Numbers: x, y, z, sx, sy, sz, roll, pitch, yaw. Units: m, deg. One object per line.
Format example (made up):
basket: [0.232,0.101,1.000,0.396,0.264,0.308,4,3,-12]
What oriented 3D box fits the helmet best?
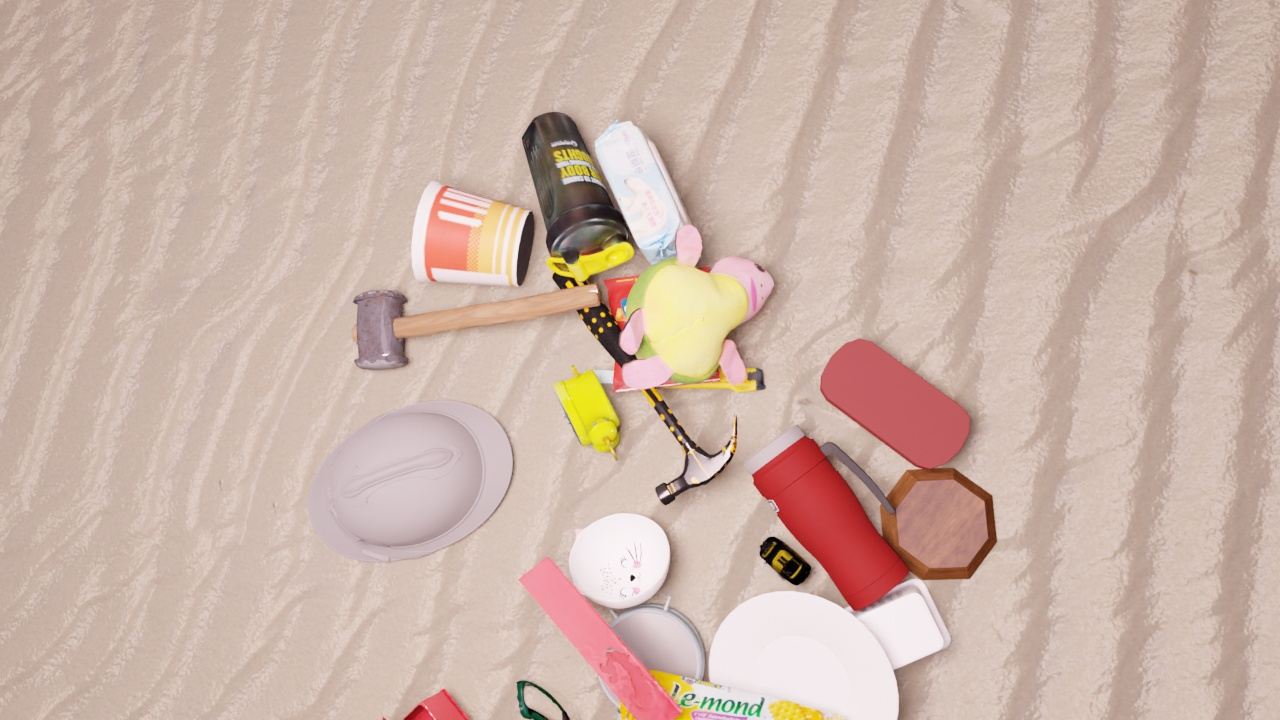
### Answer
helmet: [-0.293,0.140,1.077,0.271,0.117,0.183,-21,78,6]

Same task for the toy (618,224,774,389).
toy: [0.060,-0.052,1.019,0.237,0.088,0.190,-35,107,-35]

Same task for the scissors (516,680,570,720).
scissors: [-0.084,0.461,1.015,0.202,0.015,0.204,21,105,43]

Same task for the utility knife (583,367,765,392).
utility knife: [0.037,0.023,1.105,0.225,0.019,0.030,-1,72,11]

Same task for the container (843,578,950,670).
container: [0.268,0.300,1.003,0.129,0.049,0.080,-25,78,3]

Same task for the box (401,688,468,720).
box: [-0.333,0.590,0.966,0.477,0.171,0.214,-35,72,-25]

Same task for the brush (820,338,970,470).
brush: [0.287,0.051,1.047,0.173,0.042,0.082,38,87,12]

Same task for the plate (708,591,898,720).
plate: [0.174,0.350,0.995,0.209,0.015,0.208,3,98,25]

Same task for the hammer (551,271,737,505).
hammer: [-0.006,0.006,1.061,0.123,0.036,0.320,-38,70,7]

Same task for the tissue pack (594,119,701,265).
tissue pack: [0.014,-0.183,1.080,0.070,0.112,0.181,-26,69,7]

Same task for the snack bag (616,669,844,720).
snack bag: [0.085,0.427,0.966,0.247,0.068,0.160,11,109,5]

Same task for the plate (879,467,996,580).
plate: [0.334,0.182,1.026,0.131,0.025,0.131,-1,80,8]

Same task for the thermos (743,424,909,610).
thermos: [0.213,0.165,1.016,0.108,0.084,0.198,-38,79,8]

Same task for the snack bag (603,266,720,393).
snack bag: [0.025,-0.037,1.101,0.131,0.039,0.144,-6,74,7]

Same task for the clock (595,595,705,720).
clock: [0.013,0.352,1.034,0.122,0.045,0.159,-11,78,7]

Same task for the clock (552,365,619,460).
clock: [-0.058,0.067,1.075,0.057,0.083,0.119,-26,76,-3]

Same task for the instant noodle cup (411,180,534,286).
instant noodle cup: [-0.199,-0.146,1.118,0.121,0.123,0.123,10,82,2]

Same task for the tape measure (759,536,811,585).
tape measure: [0.160,0.225,1.026,0.061,0.061,0.034,39,90,14]

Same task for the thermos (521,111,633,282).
thermos: [-0.083,-0.196,1.096,0.098,0.098,0.220,-23,60,4]

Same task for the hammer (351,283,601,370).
hammer: [-0.203,-0.053,1.106,0.329,0.052,0.098,-7,80,17]

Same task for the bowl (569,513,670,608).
bowl: [-0.020,0.235,1.043,0.115,0.051,0.114,-7,45,7]
